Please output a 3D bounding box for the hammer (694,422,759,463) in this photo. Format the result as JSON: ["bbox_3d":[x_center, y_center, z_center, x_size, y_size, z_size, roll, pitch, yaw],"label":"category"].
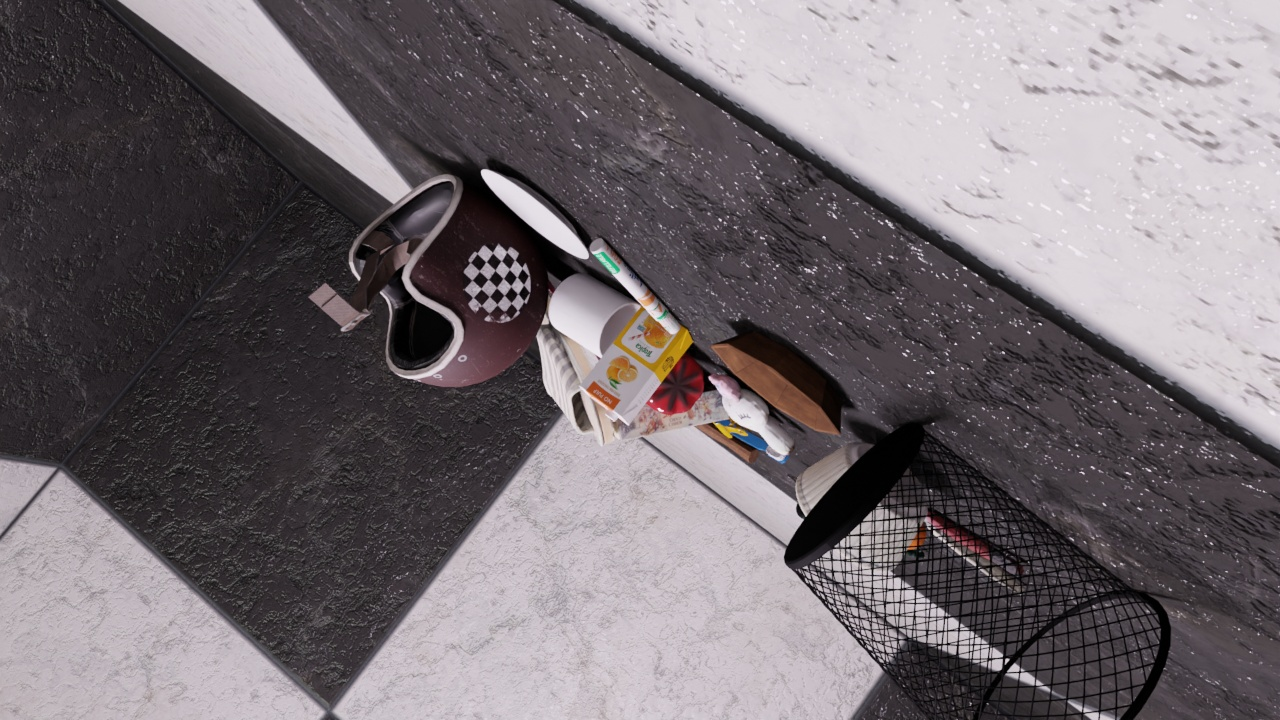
[{"bbox_3d":[0.062,0.077,1.500,0.323,0.033,0.115,32,170,35],"label":"hammer"}]

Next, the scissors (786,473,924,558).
[{"bbox_3d":[0.261,0.202,1.158,0.202,0.015,0.204,31,-167,21],"label":"scissors"}]

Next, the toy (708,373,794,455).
[{"bbox_3d":[0.122,0.057,1.033,0.122,0.038,0.079,43,179,-19],"label":"toy"}]

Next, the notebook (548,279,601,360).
[{"bbox_3d":[-0.096,-0.065,1.181,0.208,0.012,0.153,54,177,14],"label":"notebook"}]

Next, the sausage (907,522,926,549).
[{"bbox_3d":[0.270,0.178,1.063,0.044,0.039,0.164,43,172,-19],"label":"sausage"}]

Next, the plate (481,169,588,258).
[{"bbox_3d":[-0.102,-0.149,0.917,0.134,0.011,0.134,37,173,5],"label":"plate"}]

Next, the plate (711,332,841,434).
[{"bbox_3d":[0.123,0.016,0.798,0.131,0.025,0.131,37,173,5],"label":"plate"}]

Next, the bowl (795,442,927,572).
[{"bbox_3d":[0.202,0.121,0.810,0.115,0.063,0.115,27,-150,-17],"label":"bowl"}]

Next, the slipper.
[{"bbox_3d":[-0.100,-0.002,1.135,0.115,0.054,0.272,87,160,-46],"label":"slipper"}]

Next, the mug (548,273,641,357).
[{"bbox_3d":[-0.036,-0.047,1.054,0.090,0.074,0.110,32,-163,38],"label":"mug"}]

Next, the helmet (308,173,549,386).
[{"bbox_3d":[-0.227,-0.087,1.037,0.253,0.233,0.234,47,163,-33],"label":"helmet"}]

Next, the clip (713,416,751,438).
[{"bbox_3d":[0.130,0.089,1.281,0.054,0.048,0.046,47,-150,-50],"label":"clip"}]

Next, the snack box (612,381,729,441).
[{"bbox_3d":[0.019,0.056,1.162,0.143,0.147,0.041,-160,62,-71],"label":"snack box"}]

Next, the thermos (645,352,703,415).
[{"bbox_3d":[0.003,0.001,1.120,0.073,0.073,0.240,40,178,-23],"label":"thermos"}]

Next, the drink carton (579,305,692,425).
[{"bbox_3d":[-0.006,0.006,0.981,0.058,0.122,0.040,35,173,20],"label":"drink carton"}]

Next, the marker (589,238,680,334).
[{"bbox_3d":[-0.003,-0.071,0.907,0.017,0.017,0.145,31,170,47],"label":"marker"}]

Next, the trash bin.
[{"bbox_3d":[0.232,0.168,0.678,0.210,0.184,0.184,43,174,4],"label":"trash bin"}]

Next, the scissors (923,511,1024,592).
[{"bbox_3d":[0.320,0.181,0.935,0.179,0.015,0.199,40,174,-20],"label":"scissors"}]

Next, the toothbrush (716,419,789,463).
[{"bbox_3d":[0.154,0.109,1.299,0.014,0.016,0.167,42,172,-33],"label":"toothbrush"}]
